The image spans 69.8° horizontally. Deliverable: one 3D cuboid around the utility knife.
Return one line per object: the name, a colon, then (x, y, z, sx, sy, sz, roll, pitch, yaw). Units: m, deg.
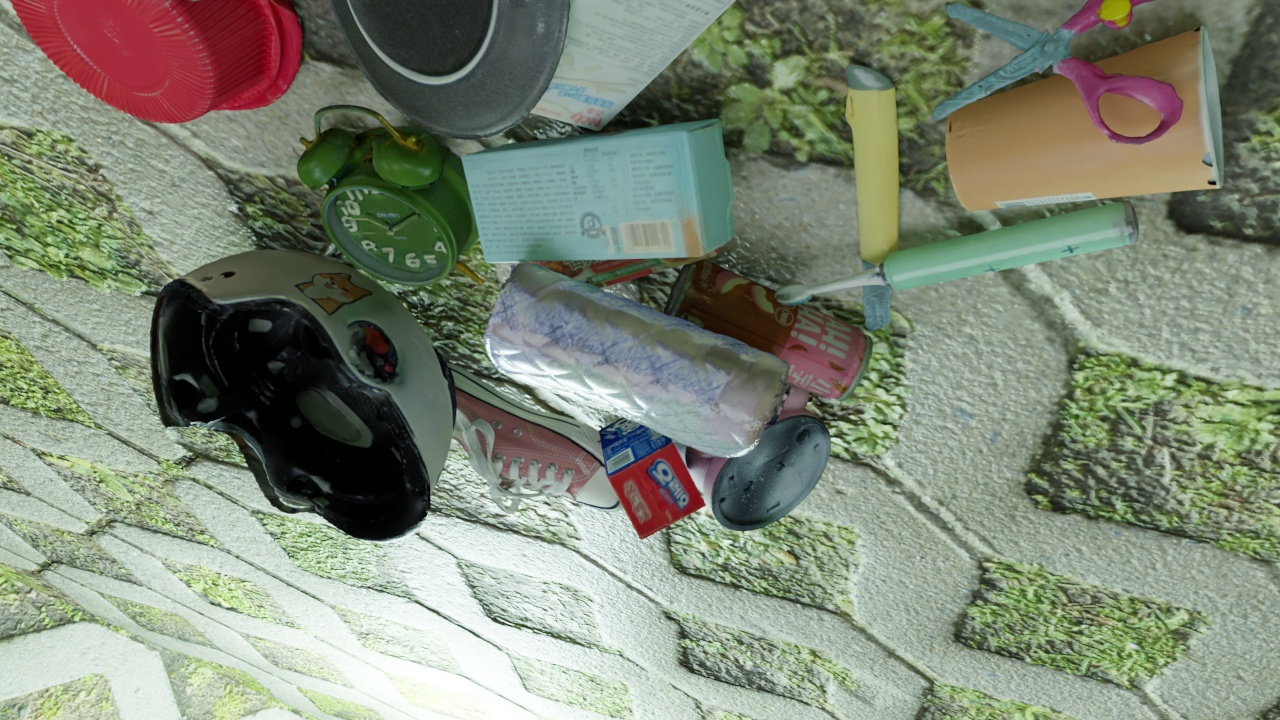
utility knife: (0.151, -0.092, 0.591, 0.031, 0.022, 0.221, 6, 136, 21)

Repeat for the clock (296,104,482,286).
clock: (-0.181, -0.119, 0.668, 0.116, 0.056, 0.161, 2, 141, 19)

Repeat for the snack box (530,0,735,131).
snack box: (-0.014, -0.186, 0.502, 0.084, 0.026, 0.157, 5, 156, -38)

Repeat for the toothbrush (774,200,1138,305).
toothbrush: (0.193, -0.063, 0.587, 0.225, 0.026, 0.027, -11, 159, 26)

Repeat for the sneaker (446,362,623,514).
sneaker: (-0.118, 0.090, 0.863, 0.241, 0.087, 0.119, 28, 133, -1)

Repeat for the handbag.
handbag: (-0.004, 0.004, 0.623, 0.194, 0.075, 0.134, 19, 170, 0)

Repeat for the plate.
plate: (-0.114, -0.206, 0.488, 0.180, 0.024, 0.180, 16, 121, 28)

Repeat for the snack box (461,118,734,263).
snack box: (-0.029, -0.106, 0.588, 0.175, 0.051, 0.074, 2, 112, 30)

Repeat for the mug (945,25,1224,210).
mug: (0.230, -0.117, 0.481, 0.123, 0.078, 0.078, -6, 138, 37)

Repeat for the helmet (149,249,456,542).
helmet: (-0.264, 0.013, 0.782, 0.274, 0.156, 0.231, 35, 133, -5)

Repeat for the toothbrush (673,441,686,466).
toothbrush: (0.050, 0.089, 0.865, 0.221, 0.026, 0.026, -4, 161, 27)

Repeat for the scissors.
scissors: (0.206, -0.146, 0.443, 0.134, 0.130, 0.017, -28, 160, 28)

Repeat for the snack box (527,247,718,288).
snack box: (-0.024, -0.091, 0.662, 0.153, 0.025, 0.075, -12, 135, 35)

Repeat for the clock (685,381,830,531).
clock: (0.090, 0.064, 0.745, 0.060, 0.117, 0.159, 48, 159, 44)

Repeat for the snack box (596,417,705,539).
snack box: (0.003, 0.082, 0.745, 0.057, 0.207, 0.058, -28, 96, -2)

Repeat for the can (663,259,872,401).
can: (0.092, -0.023, 0.674, 0.147, 0.057, 0.058, 23, 144, -6)

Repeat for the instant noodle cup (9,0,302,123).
instant noodle cup: (-0.322, -0.224, 0.588, 0.194, 0.065, 0.194, 11, 143, 9)
